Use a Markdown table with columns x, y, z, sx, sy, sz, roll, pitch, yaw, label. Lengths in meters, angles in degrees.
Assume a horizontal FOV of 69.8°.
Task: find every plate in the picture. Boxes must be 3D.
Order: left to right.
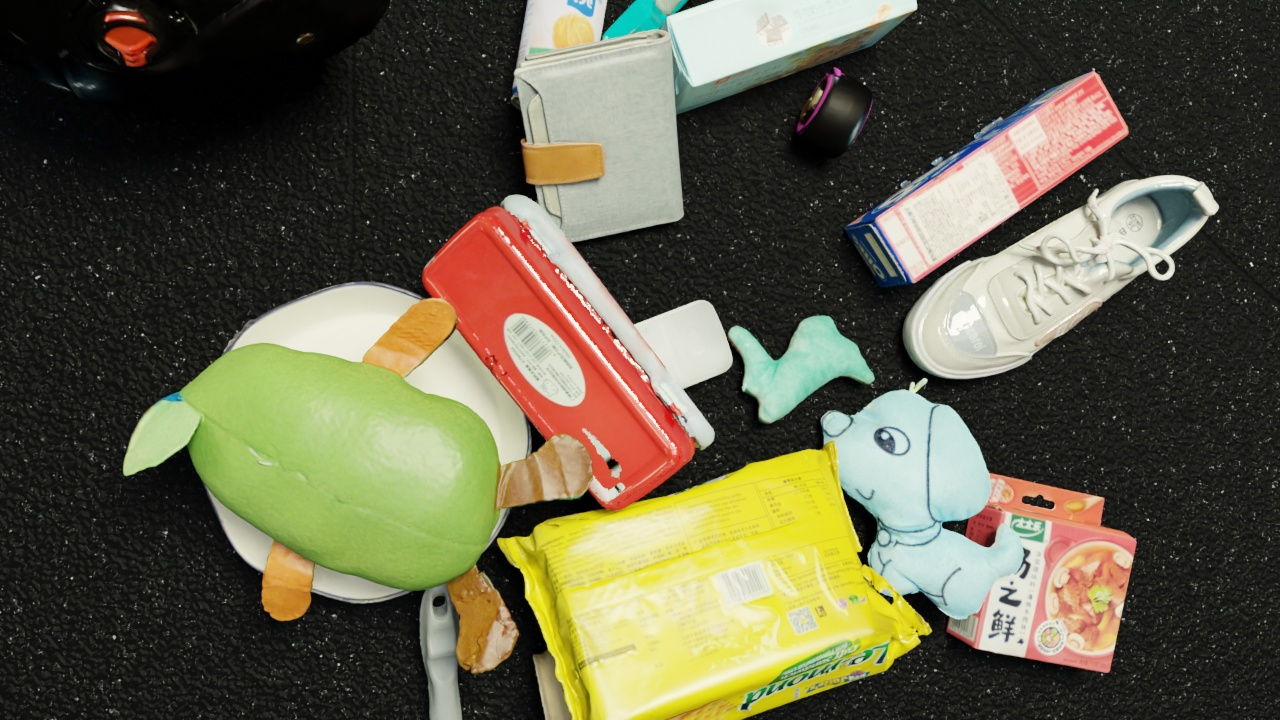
| x | y | z | sx | sy | sz | roll | pitch | yaw | label |
| --- | --- | --- | --- | --- | --- | --- | --- | --- | --- |
| -0.178 | 0.052 | 0.605 | 0.204 | 0.045 | 0.205 | 0 | 89 | -9 | plate |

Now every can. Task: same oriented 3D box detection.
| x | y | z | sx | sy | sz | roll | pitch | yaw | label |
| --- | --- | --- | --- | --- | --- | --- | --- | --- | --- |
| -0.051 | -0.235 | 0.621 | 0.053 | 0.053 | 0.134 | 10 | 88 | -10 | can |
| -0.011 | 0.215 | 0.627 | 0.116 | 0.058 | 0.058 | -11 | 92 | -9 | can |

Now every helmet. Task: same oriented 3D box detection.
| x | y | z | sx | sy | sz | roll | pitch | yaw | label |
| --- | --- | --- | --- | --- | --- | --- | --- | --- | --- |
| -0.274 | -0.249 | 0.480 | 0.231 | 0.274 | 0.233 | -24 | 83 | 18 | helmet |

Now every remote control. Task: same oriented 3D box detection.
| x | y | z | sx | sy | sz | roll | pitch | yaw | label |
| --- | --- | --- | --- | --- | --- | --- | --- | --- | --- |
| -0.004 | 0.004 | 0.647 | 0.136 | 0.020 | 0.056 | -22 | 92 | -8 | remote control |

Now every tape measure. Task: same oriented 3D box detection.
| x | y | z | sx | sy | sz | roll | pitch | yaw | label |
| --- | --- | --- | --- | --- | --- | --- | --- | --- | --- |
| 0.135 | -0.175 | 0.652 | 0.039 | 0.058 | 0.057 | 25 | 88 | -8 | tape measure |

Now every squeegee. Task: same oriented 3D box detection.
| x | y | z | sx | sy | sz | roll | pitch | yaw | label |
| --- | --- | --- | --- | --- | --- | --- | --- | --- | --- |
| -0.128 | 0.264 | 0.614 | 0.247 | 0.040 | 0.249 | -5 | 96 | -18 | squeegee |

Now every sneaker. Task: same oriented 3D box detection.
| x | y | z | sx | sy | sz | roll | pitch | yaw | label |
| --- | --- | --- | --- | --- | --- | --- | --- | --- | --- |
| 0.308 | -0.060 | 0.665 | 0.242 | 0.091 | 0.089 | -31 | 94 | -8 | sneaker |

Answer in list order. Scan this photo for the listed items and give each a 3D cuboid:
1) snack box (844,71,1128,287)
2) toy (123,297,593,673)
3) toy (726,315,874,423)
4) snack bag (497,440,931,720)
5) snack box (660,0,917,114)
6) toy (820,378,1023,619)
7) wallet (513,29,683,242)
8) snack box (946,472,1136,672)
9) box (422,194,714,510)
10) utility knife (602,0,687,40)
| x | y | z | sx | sy | sz | roll | pitch | yaw | label |
| --- | --- | --- | --- | --- | --- | --- | --- | --- | --- |
| 0.251 | -0.131 | 0.672 | 0.207 | 0.057 | 0.058 | -34 | 98 | -8 | snack box |
| -0.160 | 0.067 | 0.541 | 0.246 | 0.090 | 0.227 | 28 | 96 | -5 | toy |
| 0.110 | 0.002 | 0.662 | 0.092 | 0.030 | 0.096 | -39 | 90 | -10 | toy |
| 0.047 | 0.150 | 0.594 | 0.246 | 0.068 | 0.158 | -15 | 62 | -14 | snack bag |
| 0.095 | -0.227 | 0.636 | 0.174 | 0.074 | 0.051 | -22 | 94 | -9 | snack box |
| 0.199 | 0.094 | 0.657 | 0.161 | 0.050 | 0.156 | 17 | 86 | 8 | toy |
| -0.025 | -0.141 | 0.602 | 0.106 | 0.037 | 0.130 | -15 | 130 | -10 | wallet |
| 0.301 | 0.157 | 0.687 | 0.113 | 0.044 | 0.127 | 12 | 88 | -9 | snack box |
| -0.035 | -0.013 | 0.594 | 0.095 | 0.098 | 0.201 | -39 | 90 | 26 | box |
| 0.013 | -0.243 | 0.629 | 0.029 | 0.013 | 0.186 | 48 | 67 | -20 | utility knife |
